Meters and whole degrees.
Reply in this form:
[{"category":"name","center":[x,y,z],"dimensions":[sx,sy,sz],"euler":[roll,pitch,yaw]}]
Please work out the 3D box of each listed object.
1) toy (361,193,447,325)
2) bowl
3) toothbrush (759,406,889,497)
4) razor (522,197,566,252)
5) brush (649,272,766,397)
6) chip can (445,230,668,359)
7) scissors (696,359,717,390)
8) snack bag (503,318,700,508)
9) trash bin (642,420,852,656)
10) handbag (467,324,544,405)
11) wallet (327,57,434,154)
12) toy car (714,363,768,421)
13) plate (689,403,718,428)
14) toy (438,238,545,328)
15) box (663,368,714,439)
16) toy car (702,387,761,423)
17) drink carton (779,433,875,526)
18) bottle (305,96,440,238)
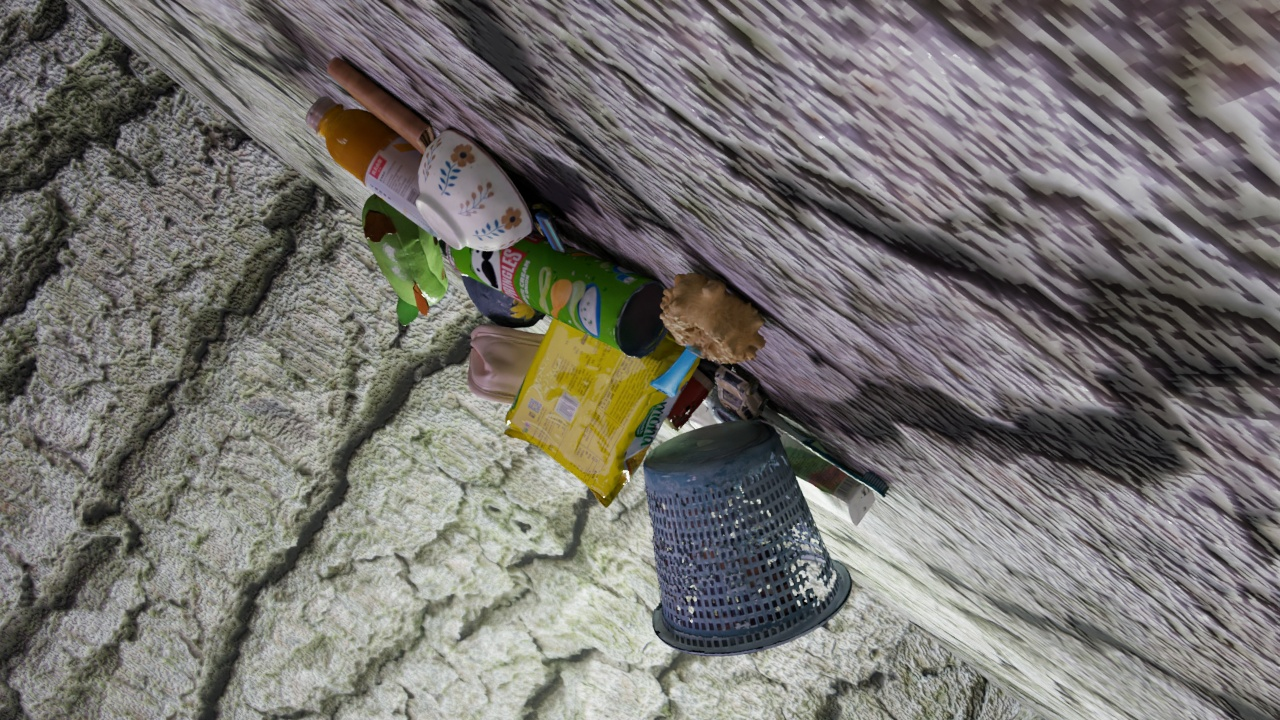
[{"category":"toy","center":[-0.312,-0.154,1.212],"dimensions":[0.247,0.090,0.226],"euler":[82,172,-60]},{"category":"bowl","center":[-0.153,-0.136,0.796],"dimensions":[0.113,0.062,0.113],"euler":[41,165,13]},{"category":"toothbrush","center":[0.182,0.086,0.974],"dimensions":[0.192,0.018,0.016],"euler":[35,175,28]},{"category":"razor","center":[-0.113,-0.140,0.837],"dimensions":[0.143,0.022,0.043],"euler":[31,156,41]},{"category":"brush","center":[0.038,-0.005,0.744],"dimensions":[0.083,0.045,0.255],"euler":[29,161,0]},{"category":"chip can","center":[-0.079,-0.076,0.844],"dimensions":[0.236,0.072,0.072],"euler":[27,170,35]},{"category":"scissors","center":[0.043,-0.012,1.001],"dimensions":[0.172,0.014,0.145],"euler":[34,173,19]},{"category":"snack bag","center":[-0.049,0.030,0.950],"dimensions":[0.158,0.247,0.068],"euler":[35,-143,10]},{"category":"trash bin","center":[0.099,0.178,1.004],"dimensions":[0.227,0.226,0.195],"euler":[-161,55,-71]},{"category":"handbag","center":[-0.138,0.002,1.188],"dimensions":[0.193,0.093,0.234],"euler":[11,-176,-24]},{"category":"wallet","center":[-0.235,-0.230,0.857],"dimensions":[0.101,0.020,0.115],"euler":[38,177,-3]},{"category":"toy car","center":[0.099,0.033,0.926],"dimensions":[0.042,0.035,0.090],"euler":[32,171,27]},{"category":"plate","center":[0.147,0.114,1.237],"dimensions":[0.205,0.045,0.205],"euler":[35,174,4]},{"category":"toy","center":[-0.177,-0.103,1.137],"dimensions":[0.138,0.091,0.356],"euler":[45,174,-27]},{"category":"box","center":[-0.006,0.006,1.017],"dimensions":[0.168,0.079,0.091],"euler":[42,175,7]},{"category":"toy car","center":[0.096,0.054,1.104],"dimensions":[0.120,0.036,0.054],"euler":[38,175,14]},{"category":"drink carton","center":[0.204,0.133,1.046],"dimensions":[0.122,0.045,0.053],"euler":[30,160,40]},{"category":"bottle","center":[-0.260,-0.204,0.955],"dimensions":[0.189,0.068,0.068],"euler":[36,174,-1]}]
